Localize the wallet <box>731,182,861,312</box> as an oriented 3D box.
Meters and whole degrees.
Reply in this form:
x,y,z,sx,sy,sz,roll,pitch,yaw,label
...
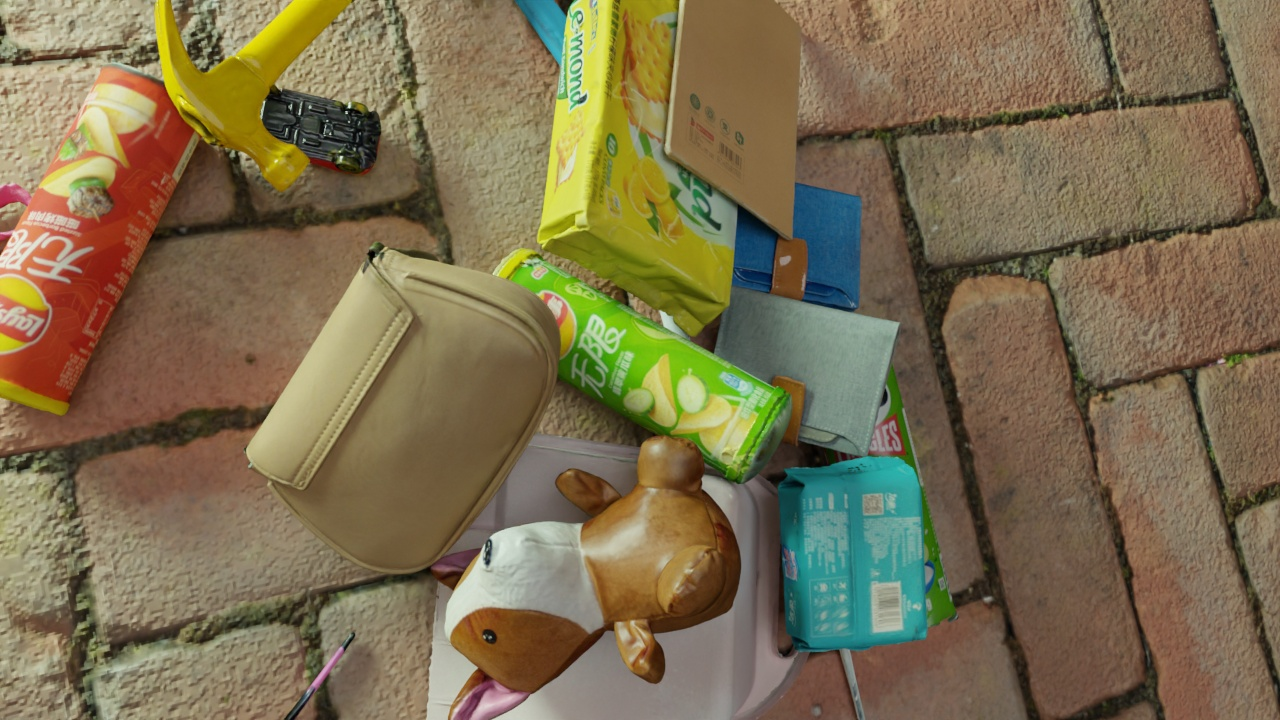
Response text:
x,y,z,sx,sy,sz,roll,pitch,yaw,label
0.115,-0.097,0.738,0.133,0.040,0.106,9,75,-14,wallet

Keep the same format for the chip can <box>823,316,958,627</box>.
x,y,z,sx,sy,sz,roll,pitch,yaw,label
0.183,0.089,0.713,0.072,0.072,0.236,-13,86,-18,chip can

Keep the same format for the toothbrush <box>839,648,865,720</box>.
x,y,z,sx,sy,sz,roll,pitch,yaw,label
0.162,0.221,0.717,0.016,0.016,0.180,-12,86,-26,toothbrush

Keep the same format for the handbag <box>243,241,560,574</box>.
x,y,z,sx,sy,sz,roll,pitch,yaw,label
-0.145,0.029,0.587,0.147,0.099,0.205,33,104,-15,handbag

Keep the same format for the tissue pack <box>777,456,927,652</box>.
x,y,z,sx,sy,sz,roll,pitch,yaw,label
0.148,0.136,0.647,0.093,0.050,0.133,-2,89,-9,tissue pack

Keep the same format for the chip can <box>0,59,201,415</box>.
x,y,z,sx,sy,sz,roll,pitch,yaw,label
-0.349,-0.076,0.574,0.073,0.073,0.216,23,76,-13,chip can

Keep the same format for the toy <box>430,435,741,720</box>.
x,y,z,sx,sy,sz,roll,pitch,yaw,label
-0.040,0.135,0.559,0.200,0.140,0.130,-25,135,15,toy

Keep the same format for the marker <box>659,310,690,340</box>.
x,y,z,sx,sy,sz,roll,pitch,yaw,label
0.036,0.008,0.698,0.018,0.022,0.130,-19,74,19,marker

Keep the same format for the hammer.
x,y,z,sx,sy,sz,roll,pitch,yaw,label
-0.209,-0.260,0.633,0.129,0.033,0.299,43,60,-24,hammer

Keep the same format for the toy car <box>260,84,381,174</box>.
x,y,z,sx,sy,sz,roll,pitch,yaw,label
-0.237,-0.162,0.641,0.106,0.031,0.049,9,78,-21,toy car

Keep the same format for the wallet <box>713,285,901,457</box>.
x,y,z,sx,sy,sz,roll,pitch,yaw,label
0.115,0.009,0.677,0.130,0.037,0.106,15,99,22,wallet

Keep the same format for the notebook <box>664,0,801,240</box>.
x,y,z,sx,sy,sz,roll,pitch,yaw,label
0.077,-0.213,0.704,0.147,0.008,0.207,25,61,-41,notebook

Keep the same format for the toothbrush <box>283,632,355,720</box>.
x,y,z,sx,sy,sz,roll,pitch,yaw,label
-0.247,0.255,0.589,0.018,0.014,0.189,34,73,3,toothbrush

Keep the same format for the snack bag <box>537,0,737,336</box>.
x,y,z,sx,sy,sz,roll,pitch,yaw,label
0.003,-0.157,0.666,0.158,0.068,0.246,24,64,-42,snack bag

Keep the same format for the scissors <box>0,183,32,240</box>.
x,y,z,sx,sy,sz,roll,pitch,yaw,label
-0.452,-0.078,0.574,0.133,0.017,0.134,-39,98,-15,scissors

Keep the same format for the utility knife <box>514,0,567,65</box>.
x,y,z,sx,sy,sz,roll,pitch,yaw,label
-0.074,-0.268,0.714,0.034,0.018,0.218,-39,94,-31,utility knife

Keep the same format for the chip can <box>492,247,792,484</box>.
x,y,z,sx,sy,sz,roll,pitch,yaw,label
-0.004,0.004,0.629,0.221,0.073,0.072,29,73,12,chip can

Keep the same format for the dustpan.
x,y,z,sx,sy,sz,roll,pitch,yaw,label
-0.007,0.174,0.677,0.274,0.139,0.222,4,81,12,dustpan
